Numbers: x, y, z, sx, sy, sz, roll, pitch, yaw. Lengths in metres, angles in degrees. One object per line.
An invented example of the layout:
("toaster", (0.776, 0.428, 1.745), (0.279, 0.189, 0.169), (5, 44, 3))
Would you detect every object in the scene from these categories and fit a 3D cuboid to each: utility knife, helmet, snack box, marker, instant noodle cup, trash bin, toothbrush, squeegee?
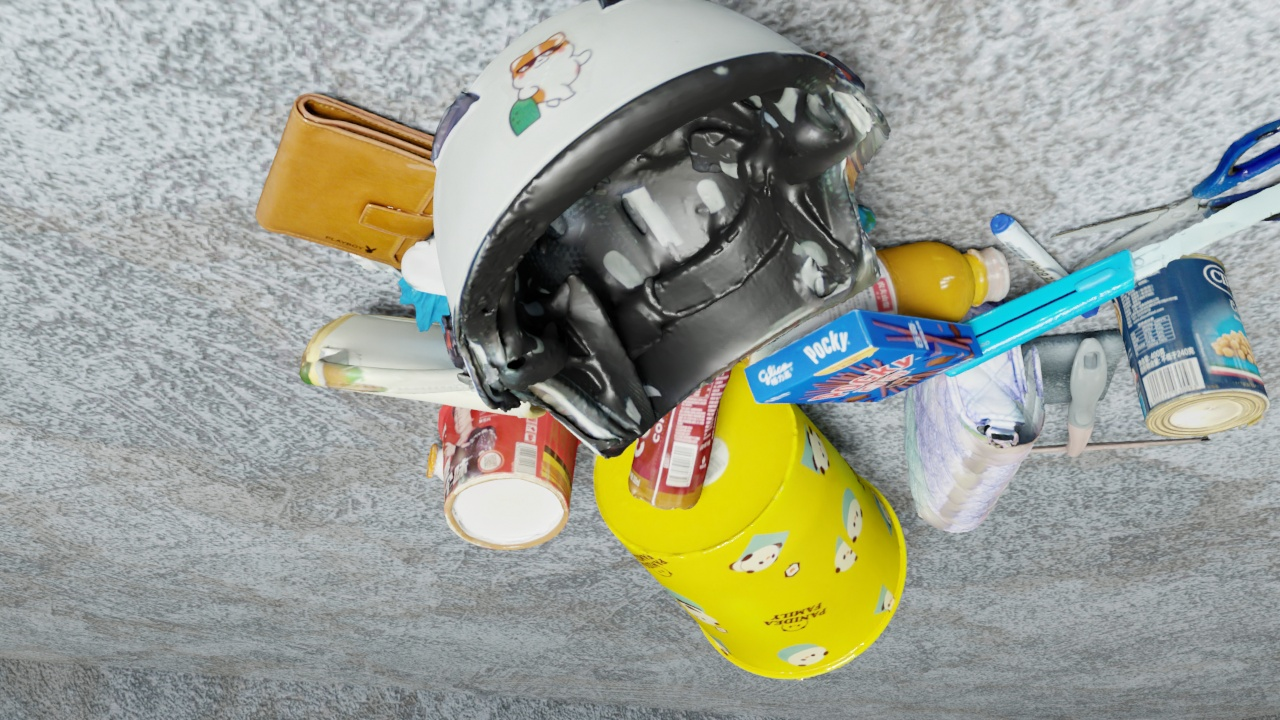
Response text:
("utility knife", (0.298, -0.051, 0.598), (0.239, 0.034, 0.018), (-29, 144, 25))
("helmet", (-0.005, -0.083, 0.471), (0.230, 0.156, 0.274), (-36, 151, 6))
("snack box", (0.145, 0.001, 0.583), (0.085, 0.026, 0.156), (-30, 159, 38))
("marker", (0.287, -0.065, 0.648), (0.017, 0.016, 0.145), (-25, 142, 39))
("instant noodle cup", (-0.121, 0.097, 0.834), (0.138, 0.108, 0.138), (-2, 133, -3))
("trash bin", (0.098, 0.140, 0.839), (0.230, 0.229, 0.255), (-13, 142, 24))
("toothbrush", (-0.158, -0.040, 0.721), (0.016, 0.016, 0.180), (-7, 150, 31))
("squeegee", (0.380, 0.048, 0.796), (0.248, 0.040, 0.249), (-5, 153, 18))

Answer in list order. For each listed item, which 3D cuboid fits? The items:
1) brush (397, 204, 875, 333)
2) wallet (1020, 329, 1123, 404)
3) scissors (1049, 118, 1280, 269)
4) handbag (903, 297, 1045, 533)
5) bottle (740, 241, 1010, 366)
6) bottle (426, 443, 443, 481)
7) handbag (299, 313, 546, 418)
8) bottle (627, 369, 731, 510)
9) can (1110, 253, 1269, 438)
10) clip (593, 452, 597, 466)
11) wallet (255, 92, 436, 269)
("brush", (-0.007, -0.066, 0.622), (0.314, 0.060, 0.110), (-4, 163, -10))
("wallet", (0.349, 0.010, 0.782), (0.097, 0.019, 0.121), (-5, 152, 16))
("scissors", (0.357, -0.102, 0.581), (0.162, 0.012, 0.164), (0, 152, 3))
("handbag", (0.260, 0.044, 0.728), (0.075, 0.134, 0.194), (-2, 152, 7))
("bottle", (0.156, -0.042, 0.628), (0.189, 0.068, 0.068), (-12, 151, -5))
("bottle", (-0.163, 0.111, 0.944), (0.108, 0.063, 0.063), (10, 150, -16))
("handbag", (-0.150, 0.003, 0.647), (0.163, 0.063, 0.178), (8, -178, 0))
("bottle", (0.035, 0.023, 0.685), (0.057, 0.175, 0.057), (12, -165, -3))
("can", (0.385, -0.008, 0.647), (0.075, 0.111, 0.075), (1, 151, 1))
("clip", (-0.025, 0.074, 0.907), (0.071, 0.034, 0.100), (6, 143, -6))
("wallet", (-0.174, -0.107, 0.587), (0.119, 0.035, 0.131), (20, 149, -24))
